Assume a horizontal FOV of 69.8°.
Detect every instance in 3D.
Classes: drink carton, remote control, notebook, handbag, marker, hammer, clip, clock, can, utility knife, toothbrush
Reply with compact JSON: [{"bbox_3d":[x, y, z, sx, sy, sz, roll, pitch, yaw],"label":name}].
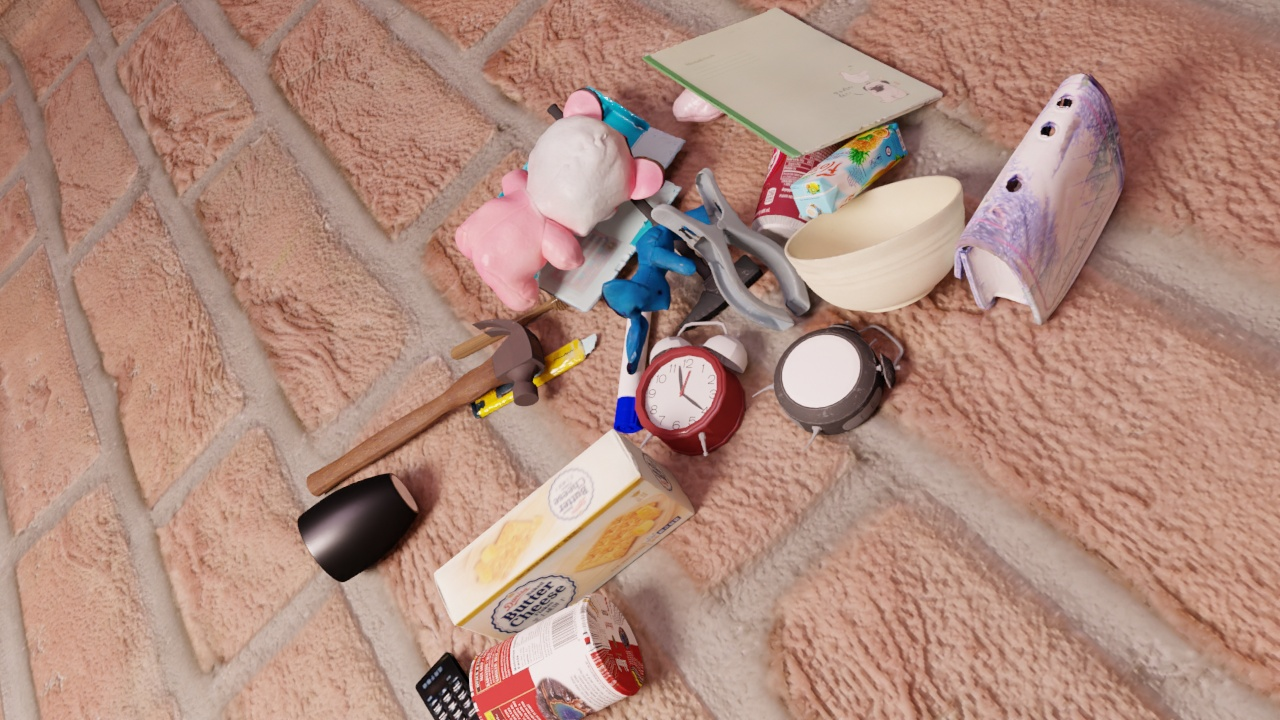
[{"bbox_3d":[0.189,-0.172,0.833,0.128,0.038,0.044,-38,23,-29],"label":"drink carton"},{"bbox_3d":[-0.146,0.328,0.810,0.047,0.022,0.150,-47,53,0],"label":"remote control"},{"bbox_3d":[0.144,-0.285,0.922,0.181,0.010,0.252,-26,48,-20],"label":"notebook"},{"bbox_3d":[0.309,-0.123,0.714,0.069,0.126,0.158,27,82,40],"label":"handbag"},{"bbox_3d":[-0.005,0.005,0.898,0.027,0.023,0.133,-9,61,31],"label":"marker"},{"bbox_3d":[-0.238,0.062,0.991,0.324,0.033,0.115,-31,53,18],"label":"hammer"},{"bbox_3d":[0.077,-0.087,0.822,0.107,0.028,0.163,-39,89,-31],"label":"clip"},{"bbox_3d":[-0.011,-0.165,0.954,0.095,0.015,0.325,-42,64,4],"label":"hammer"},{"bbox_3d":[0.046,0.026,0.840,0.096,0.048,0.137,-1,66,30],"label":"clock"},{"bbox_3d":[-0.068,0.257,0.759,0.116,0.086,0.086,-31,53,14],"label":"can"},{"bbox_3d":[-0.113,0.015,0.965,0.163,0.017,0.030,-28,64,12],"label":"utility knife"},{"bbox_3d":[0.163,0.012,0.781,0.123,0.044,0.091,-43,51,4],"label":"clock"},{"bbox_3d":[0.149,-0.163,0.872,0.063,0.063,0.114,5,68,33],"label":"can"},{"bbox_3d":[-0.139,-0.038,1.007,0.167,0.016,0.016,-25,54,17],"label":"toothbrush"}]

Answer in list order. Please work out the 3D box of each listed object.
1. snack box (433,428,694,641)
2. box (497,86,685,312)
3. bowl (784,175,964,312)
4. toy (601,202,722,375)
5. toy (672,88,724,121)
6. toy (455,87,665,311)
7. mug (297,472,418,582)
[{"bbox_3d":[-0.065,0.159,0.799,0.208,0.104,0.057,-39,51,7],"label":"snack box"},{"bbox_3d":[-0.056,-0.173,1.006,0.185,0.056,0.226,33,80,21],"label":"box"},{"bbox_3d":[0.205,-0.089,0.775,0.151,0.075,0.150,-23,19,8],"label":"bowl"},{"bbox_3d":[0.016,-0.082,0.856,0.071,0.113,0.176,29,74,15],"label":"toy"},{"bbox_3d":[0.090,-0.295,0.988,0.096,0.053,0.099,14,72,23],"label":"toy"},{"bbox_3d":[-0.089,-0.161,0.931,0.213,0.084,0.142,-41,68,6],"label":"toy"},{"bbox_3d":[-0.289,0.160,0.957,0.100,0.085,0.119,-35,21,-5],"label":"mug"}]
